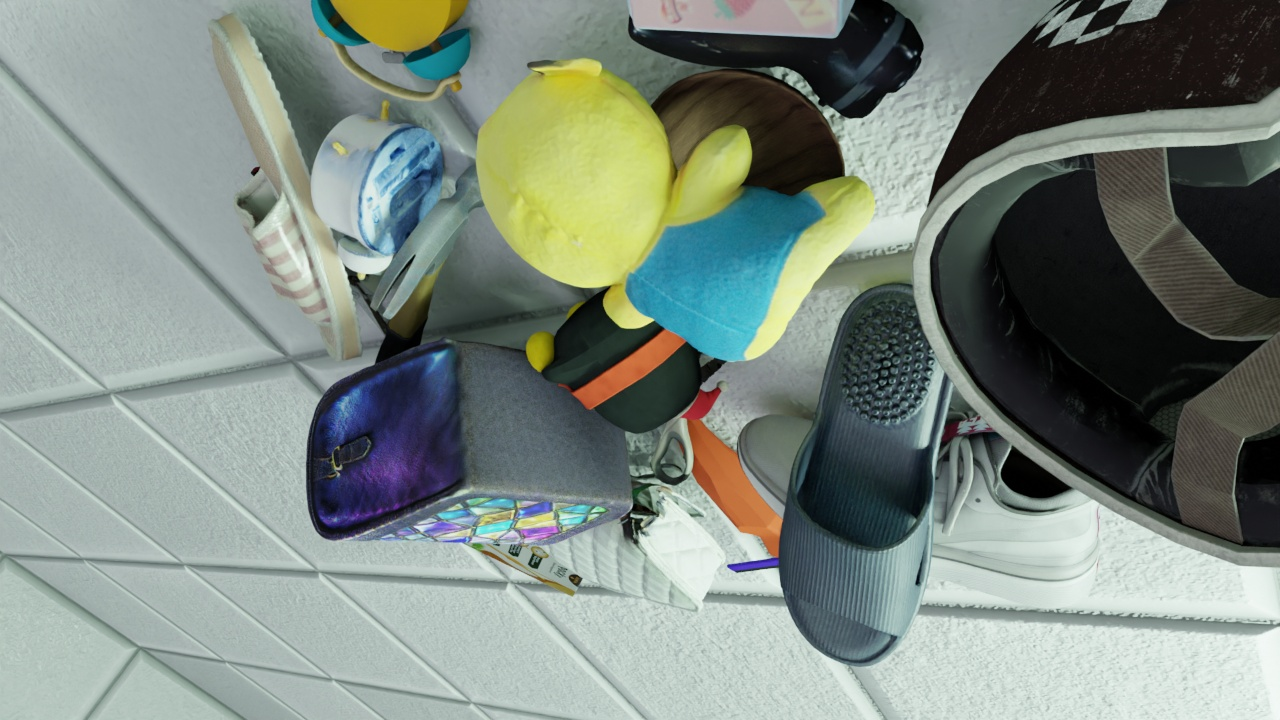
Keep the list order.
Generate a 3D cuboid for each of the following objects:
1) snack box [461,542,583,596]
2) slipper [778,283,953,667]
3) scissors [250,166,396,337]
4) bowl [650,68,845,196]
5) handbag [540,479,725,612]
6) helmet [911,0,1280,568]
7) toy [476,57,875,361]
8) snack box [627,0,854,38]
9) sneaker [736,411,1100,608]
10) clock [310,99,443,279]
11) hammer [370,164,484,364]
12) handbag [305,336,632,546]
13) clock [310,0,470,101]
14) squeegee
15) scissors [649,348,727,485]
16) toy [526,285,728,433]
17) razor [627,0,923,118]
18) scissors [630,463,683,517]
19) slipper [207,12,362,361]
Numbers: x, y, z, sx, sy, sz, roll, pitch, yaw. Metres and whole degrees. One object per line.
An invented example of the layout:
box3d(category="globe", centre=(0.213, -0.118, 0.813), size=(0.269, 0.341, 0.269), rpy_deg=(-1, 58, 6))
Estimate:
box3d(category="snack box", centre=(-0.142, 0.187, 1.004), size=(0.186, 0.031, 0.101), rpy_deg=(26, 143, 1))
box3d(category="slipper", centre=(0.136, 0.082, 0.581), size=(0.101, 0.082, 0.264), rpy_deg=(15, 107, 26))
box3d(category="scissors", centre=(-0.235, -0.084, 0.755), size=(0.180, 0.015, 0.199), rpy_deg=(-5, 134, 35))
box3d(category="bowl", centre=(0.061, -0.120, 0.525), size=(0.119, 0.032, 0.119), rpy_deg=(16, 141, 13))
box3d(category="handbag", centre=(-0.023, 0.153, 0.836), size=(0.195, 0.072, 0.139), rpy_deg=(-1, 138, 48))
box3d(category="helmet", centre=(0.222, -0.049, 0.331), size=(0.234, 0.253, 0.233), rpy_deg=(17, 144, 54))
box3d(category="toy", centre=(0.001, -0.080, 0.510), size=(0.214, 0.083, 0.149), rpy_deg=(30, 133, -2))
box3d(category="snack box", centre=(0.049, -0.198, 0.391), size=(0.095, 0.092, 0.080), rpy_deg=(10, 140, 21))
box3d(category="sneaker", centre=(0.197, 0.077, 0.639), size=(0.263, 0.096, 0.129), rpy_deg=(17, 130, 14))
box3d(category="clock", centre=(-0.177, -0.110, 0.630), size=(0.052, 0.088, 0.126), rpy_deg=(22, 141, 14))
box3d(category="hammer", centre=(-0.191, -0.020, 0.736), size=(0.025, 0.117, 0.334), rpy_deg=(34, 146, -4))
box3d(category="handbag", centre=(-0.137, 0.081, 0.735), size=(0.223, 0.125, 0.204), rpy_deg=(-24, 155, 39))
box3d(category="clock", centre=(-0.143, -0.212, 0.531), size=(0.099, 0.043, 0.130), rpy_deg=(23, 135, 4))
box3d(category="squeegee", centre=(0.091, 0.113, 0.763), size=(0.185, 0.055, 0.250), rpy_deg=(49, 145, -10))
box3d(category="scissors", centre=(0.030, 0.038, 0.720), size=(0.164, 0.012, 0.153), rpy_deg=(-4, 107, 45))
box3d(category="toy", centre=(-0.004, 0.004, 0.648), size=(0.100, 0.097, 0.119), rpy_deg=(-32, 96, 36))
box3d(category="razor", centre=(0.064, -0.154, 0.448), size=(0.140, 0.052, 0.064), rpy_deg=(7, 122, 6))
box3d(category="scissors", centre=(-0.014, 0.116, 0.861), size=(0.142, 0.014, 0.165), rpy_deg=(-2, 136, 33))
box3d(category="slipper", centre=(-0.262, -0.110, 0.659), size=(0.115, 0.052, 0.263), rpy_deg=(39, 146, 46))
